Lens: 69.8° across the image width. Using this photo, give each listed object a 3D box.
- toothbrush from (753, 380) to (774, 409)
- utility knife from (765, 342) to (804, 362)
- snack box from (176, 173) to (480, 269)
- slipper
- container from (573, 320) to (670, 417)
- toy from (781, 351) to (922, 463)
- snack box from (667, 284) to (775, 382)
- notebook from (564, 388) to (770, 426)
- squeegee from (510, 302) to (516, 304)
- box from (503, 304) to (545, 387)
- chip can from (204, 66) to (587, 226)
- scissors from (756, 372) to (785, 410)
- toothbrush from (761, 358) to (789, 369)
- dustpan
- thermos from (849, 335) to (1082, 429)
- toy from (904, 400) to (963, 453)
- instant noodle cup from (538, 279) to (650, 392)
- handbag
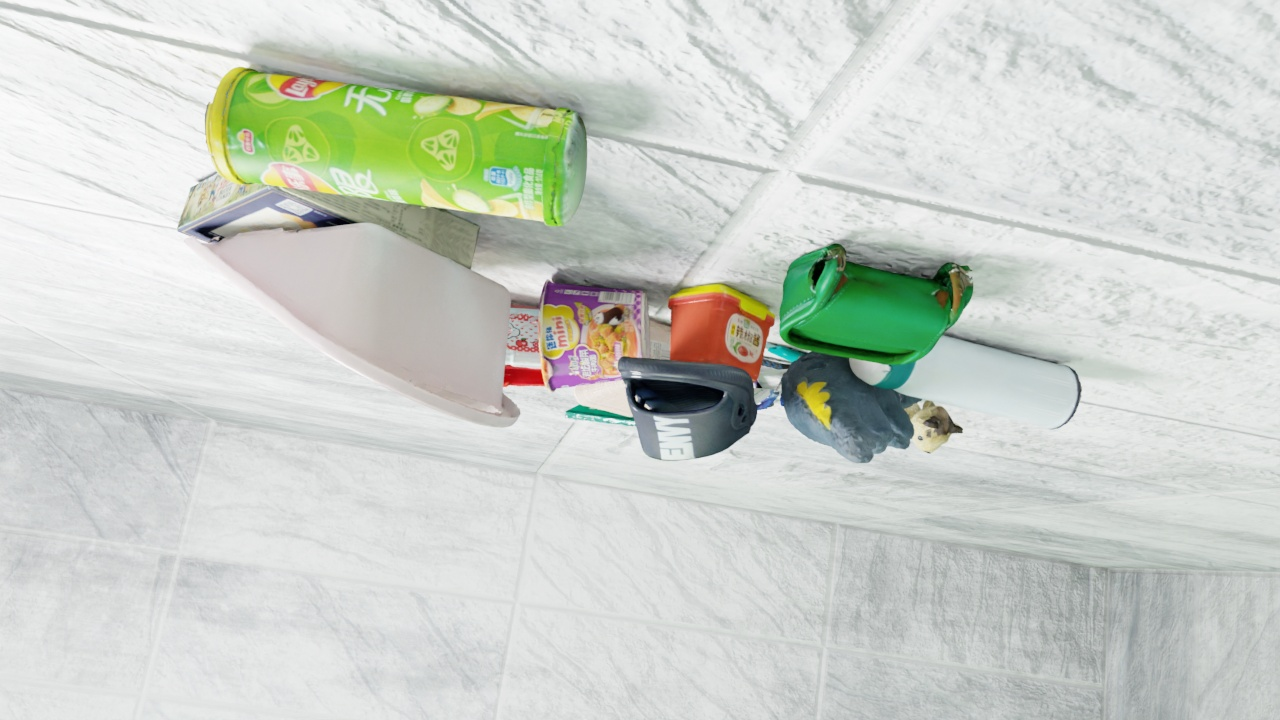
[{"bbox_3d":[0.161,0.040,1.218,0.017,0.014,0.189,-2,164,13],"label":"toothbrush"},{"bbox_3d":[0.202,0.005,1.044,0.161,0.013,0.029,19,161,-29],"label":"utility knife"},{"bbox_3d":[-0.263,-0.112,0.775,0.183,0.045,0.177,-5,162,43],"label":"snack box"},{"bbox_3d":[0.053,0.056,0.854,0.111,0.083,0.268,3,167,16],"label":"slipper"},{"bbox_3d":[-0.006,0.006,1.022,0.089,0.090,0.111,16,162,-28],"label":"container"},{"bbox_3d":[0.217,0.042,0.949,0.138,0.091,0.355,27,-165,22],"label":"toy"},{"bbox_3d":[0.072,-0.021,0.868,0.082,0.080,0.091,-4,163,45],"label":"snack box"},{"bbox_3d":[0.033,0.054,1.125,0.209,0.012,0.150,4,-162,33],"label":"notebook"},{"bbox_3d":[-0.263,-0.046,1.067,0.246,0.039,0.247,15,166,-26],"label":"squeegee"},{"bbox_3d":[-0.155,-0.017,0.966,0.201,0.094,0.092,3,-176,-12],"label":"box"},{"bbox_3d":[-0.143,-0.130,0.563,0.221,0.072,0.072,8,167,2],"label":"chip can"},{"bbox_3d":[0.171,0.039,1.172,0.129,0.012,0.173,-16,161,24],"label":"scissors"},{"bbox_3d":[0.142,0.003,1.068,0.189,0.016,0.014,12,153,-11],"label":"toothbrush"},{"bbox_3d":[-0.226,-0.016,0.758,0.274,0.138,0.222,-4,163,37],"label":"dustpan"},{"bbox_3d":[0.312,0.013,0.893,0.224,0.073,0.073,13,166,-15],"label":"thermos"},{"bbox_3d":[0.320,0.073,1.137,0.105,0.066,0.157,6,-177,-30],"label":"toy"},{"bbox_3d":[-0.041,-0.024,0.890,0.099,0.111,0.111,-1,166,3],"label":"instant noodle cup"},{"bbox_3d":[0.182,-0.049,0.729,0.131,0.067,0.120,12,159,-9],"label":"handbag"}]
